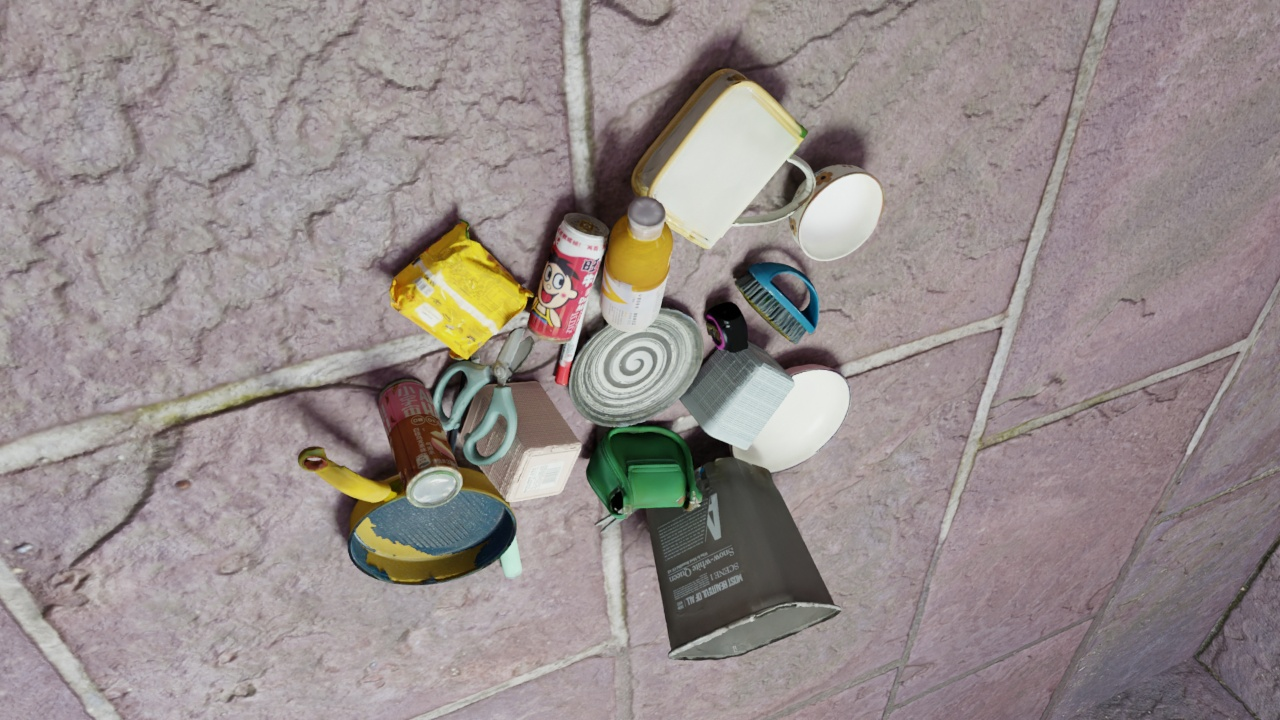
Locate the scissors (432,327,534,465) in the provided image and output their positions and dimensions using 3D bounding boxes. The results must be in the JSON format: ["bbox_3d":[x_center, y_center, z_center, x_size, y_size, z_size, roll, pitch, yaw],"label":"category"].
[{"bbox_3d":[-0.151,0.040,0.975,0.180,0.143,0.019,-41,166,29],"label":"scissors"}]

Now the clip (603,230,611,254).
[{"bbox_3d":[-0.015,-0.129,0.995,0.057,0.032,0.025,-2,126,-19],"label":"clip"}]

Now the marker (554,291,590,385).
[{"bbox_3d":[-0.076,-0.033,1.041,0.017,0.017,0.145,-3,128,-28],"label":"marker"}]

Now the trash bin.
[{"bbox_3d":[0.122,0.266,1.232,0.199,0.219,0.198,-31,150,25],"label":"trash bin"}]

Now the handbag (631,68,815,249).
[{"bbox_3d":[0.098,-0.195,0.962,0.178,0.063,0.163,30,108,-35],"label":"handbag"}]

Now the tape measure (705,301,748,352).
[{"bbox_3d":[0.103,-0.040,1.108,0.039,0.058,0.057,-21,116,-11],"label":"tape measure"}]

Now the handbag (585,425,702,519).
[{"bbox_3d":[0.006,0.145,1.169,0.131,0.120,0.068,1,132,-33],"label":"handbag"}]

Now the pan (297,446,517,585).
[{"bbox_3d":[-0.270,0.167,1.029,0.198,0.078,0.358,-24,139,5],"label":"pan"}]

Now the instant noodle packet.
[{"bbox_3d":[-0.183,-0.069,0.929,0.111,0.044,0.128,-42,139,-1],"label":"instant noodle packet"}]

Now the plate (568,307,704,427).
[{"bbox_3d":[-0.007,0.006,1.112,0.179,0.024,0.180,-16,131,-19],"label":"plate"}]

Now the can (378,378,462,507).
[{"bbox_3d":[-0.232,0.085,0.958,0.057,0.147,0.058,-16,133,-18],"label":"can"}]

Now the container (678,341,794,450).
[{"bbox_3d":[0.124,0.038,1.168,0.090,0.090,0.112,24,110,-41],"label":"container"}]

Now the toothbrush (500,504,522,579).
[{"bbox_3d":[-0.177,0.206,1.182,0.027,0.026,0.225,7,132,10],"label":"toothbrush"}]

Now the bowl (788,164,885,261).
[{"bbox_3d":[0.216,-0.178,1.053,0.113,0.062,0.114,-15,133,-17],"label":"bowl"}]

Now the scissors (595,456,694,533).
[{"bbox_3d":[0.009,0.186,1.283,0.172,0.012,0.133,-12,134,-19],"label":"scissors"}]

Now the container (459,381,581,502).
[{"bbox_3d":[-0.134,0.093,1.039,0.089,0.111,0.090,-3,129,-41],"label":"container"}]

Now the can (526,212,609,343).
[{"bbox_3d":[-0.077,-0.086,0.969,0.053,0.053,0.133,2,126,-32],"label":"can"}]

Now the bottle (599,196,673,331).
[{"bbox_3d":[-0.004,-0.098,0.949,0.068,0.068,0.190,-19,157,-16],"label":"bottle"}]

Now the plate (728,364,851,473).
[{"bbox_3d":[0.203,0.077,1.281,0.192,0.039,0.193,-16,133,-18],"label":"plate"}]

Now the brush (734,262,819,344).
[{"bbox_3d":[0.177,-0.076,1.122,0.073,0.055,0.144,-42,135,10],"label":"brush"}]

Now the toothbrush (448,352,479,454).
[{"bbox_3d":[-0.208,0.065,1.050,0.018,0.015,0.181,-8,130,-36],"label":"toothbrush"}]
